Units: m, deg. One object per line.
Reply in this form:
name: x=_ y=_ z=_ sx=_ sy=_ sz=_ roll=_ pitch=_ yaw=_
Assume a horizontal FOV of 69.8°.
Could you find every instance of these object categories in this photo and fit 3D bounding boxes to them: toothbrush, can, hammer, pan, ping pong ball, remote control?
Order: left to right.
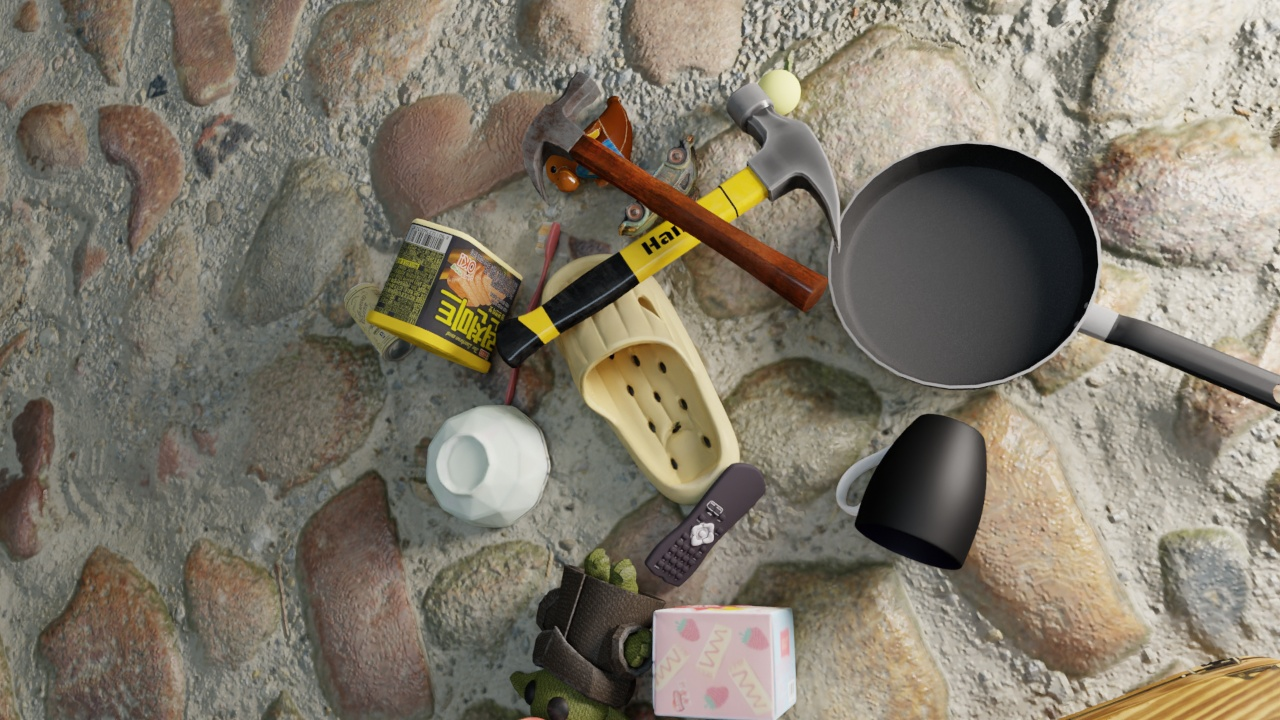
can: x=-0.261 y=-0.039 z=0.918 sx=0.038 sy=0.038 sz=0.079 roll=-44 pitch=69 yaw=6
can: x=-0.175 y=-0.057 z=0.844 sx=0.072 sy=0.130 sz=0.101 roll=19 pitch=83 yaw=21
toothbrush: x=-0.107 y=-0.045 z=0.880 sx=0.016 sy=0.015 sz=0.184 roll=11 pitch=84 yaw=21
hammer: x=0.018 y=-0.092 z=0.776 sx=0.324 sy=0.034 sz=0.169 roll=-33 pitch=67 yaw=0
hammer: x=0.023 y=-0.129 z=0.756 sx=0.301 sy=0.028 sz=0.111 roll=36 pitch=83 yaw=23
remote control: x=0.057 y=0.137 z=0.771 sx=0.124 sy=0.046 sz=0.009 roll=-49 pitch=29 yaw=4
ping pong ball: x=0.124 y=-0.241 z=0.826 sx=0.040 sy=0.040 sz=0.040 roll=-4 pitch=77 yaw=18
pan: x=0.320 y=-0.042 z=0.714 sx=0.356 sy=0.044 sz=0.204 roll=28 pitch=89 yaw=22

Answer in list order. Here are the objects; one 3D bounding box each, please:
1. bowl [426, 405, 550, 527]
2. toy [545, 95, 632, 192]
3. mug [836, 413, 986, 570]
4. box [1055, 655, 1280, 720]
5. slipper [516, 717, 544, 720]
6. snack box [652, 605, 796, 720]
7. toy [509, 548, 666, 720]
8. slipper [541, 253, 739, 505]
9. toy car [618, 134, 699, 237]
bowl: x=-0.147 y=0.095 z=0.836 sx=0.117 sy=0.061 sz=0.117 roll=-3 pitch=82 yaw=19
toy: x=-0.050 y=-0.210 z=0.885 sx=0.090 sy=0.070 sz=0.102 roll=-20 pitch=50 yaw=27
mug: x=0.210 y=0.095 z=0.713 sx=0.119 sy=0.085 sz=0.100 roll=7 pitch=66 yaw=50
box: x=0.305 y=0.321 z=0.533 sx=0.279 sy=0.264 sz=0.269 roll=-27 pitch=70 yaw=14
slipper: x=-0.029 y=0.376 z=0.670 sx=0.103 sy=0.059 sz=0.248 roll=-33 pitch=87 yaw=-19
snack box: x=0.067 y=0.233 z=0.719 sx=0.095 sy=0.093 sz=0.079 roll=-5 pitch=77 yaw=18
toy: x=-0.043 y=0.235 z=0.753 sx=0.180 sy=0.078 sz=0.152 roll=8 pitch=74 yaw=49
slipper: x=-0.005 y=0.005 z=0.801 sx=0.111 sy=0.079 sz=0.261 roll=-34 pitch=71 yaw=6
toy car: x=0.026 y=-0.151 z=0.838 sx=0.047 sy=0.047 sz=0.112 roll=37 pitch=88 yaw=3
